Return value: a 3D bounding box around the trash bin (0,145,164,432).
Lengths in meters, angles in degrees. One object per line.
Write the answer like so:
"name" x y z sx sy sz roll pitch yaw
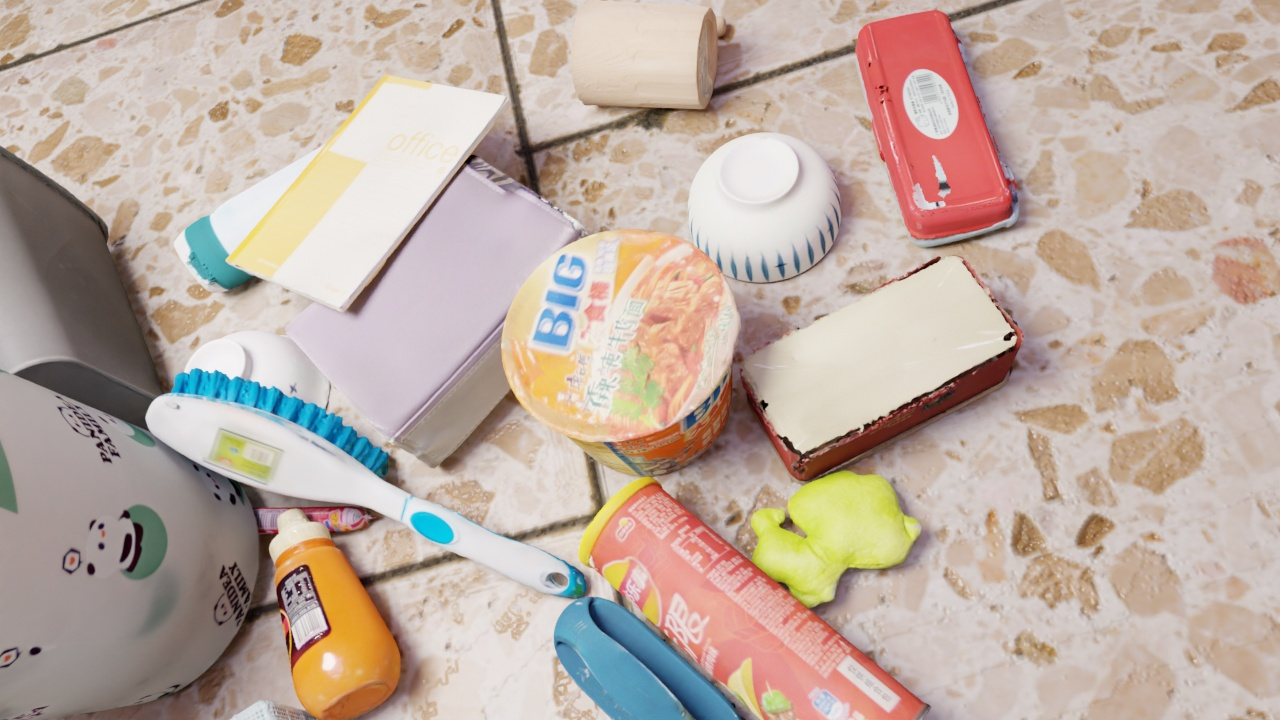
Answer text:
"trash bin" -0.500 -0.014 0.701 0.198 0.199 0.219 -36 69 -5

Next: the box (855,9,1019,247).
"box" 0.223 -0.178 0.698 0.087 0.047 0.200 -10 63 7

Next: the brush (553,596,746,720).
"brush" 0.003 0.194 0.543 0.144 0.073 0.055 37 82 25

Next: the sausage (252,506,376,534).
"sausage" -0.266 0.117 0.673 0.156 0.020 0.020 -2 64 12

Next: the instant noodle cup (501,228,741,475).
"instant noodle cup" -0.004 0.004 0.615 0.151 0.111 0.151 -5 64 10

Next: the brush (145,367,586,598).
"brush" -0.185 0.087 0.632 0.314 0.109 0.060 23 94 -9

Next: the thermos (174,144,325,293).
"thermos" -0.281 -0.134 0.773 0.224 0.073 0.073 -31 62 -3

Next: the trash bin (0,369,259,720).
"trash bin" -0.388 0.116 0.556 0.230 0.252 0.229 -5 72 14

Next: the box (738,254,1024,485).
"box" 0.154 0.001 0.601 0.168 0.077 0.091 -27 63 -2

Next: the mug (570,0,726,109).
"mug" 0.010 -0.262 0.768 0.104 0.084 0.124 8 40 15

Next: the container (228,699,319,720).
"container" -0.222 0.275 0.549 0.090 0.090 0.111 -31 59 -4

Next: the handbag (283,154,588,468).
"handbag" -0.140 -0.040 0.672 0.145 0.098 0.197 39 82 24

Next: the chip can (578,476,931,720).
"chip can" 0.063 0.159 0.548 0.216 0.073 0.073 36 77 25

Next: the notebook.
"notebook" -0.206 -0.135 0.695 0.146 0.010 0.206 20 67 33

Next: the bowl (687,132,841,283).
"bowl" 0.090 -0.123 0.681 0.116 0.066 0.116 -5 64 11

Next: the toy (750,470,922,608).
"toy" 0.120 0.109 0.582 0.097 0.031 0.100 27 74 25

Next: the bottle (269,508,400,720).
"bottle" -0.213 0.162 0.613 0.066 0.067 0.149 -32 60 -4

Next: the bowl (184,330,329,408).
"bowl" -0.309 0.020 0.704 0.118 0.065 0.118 -5 64 11
